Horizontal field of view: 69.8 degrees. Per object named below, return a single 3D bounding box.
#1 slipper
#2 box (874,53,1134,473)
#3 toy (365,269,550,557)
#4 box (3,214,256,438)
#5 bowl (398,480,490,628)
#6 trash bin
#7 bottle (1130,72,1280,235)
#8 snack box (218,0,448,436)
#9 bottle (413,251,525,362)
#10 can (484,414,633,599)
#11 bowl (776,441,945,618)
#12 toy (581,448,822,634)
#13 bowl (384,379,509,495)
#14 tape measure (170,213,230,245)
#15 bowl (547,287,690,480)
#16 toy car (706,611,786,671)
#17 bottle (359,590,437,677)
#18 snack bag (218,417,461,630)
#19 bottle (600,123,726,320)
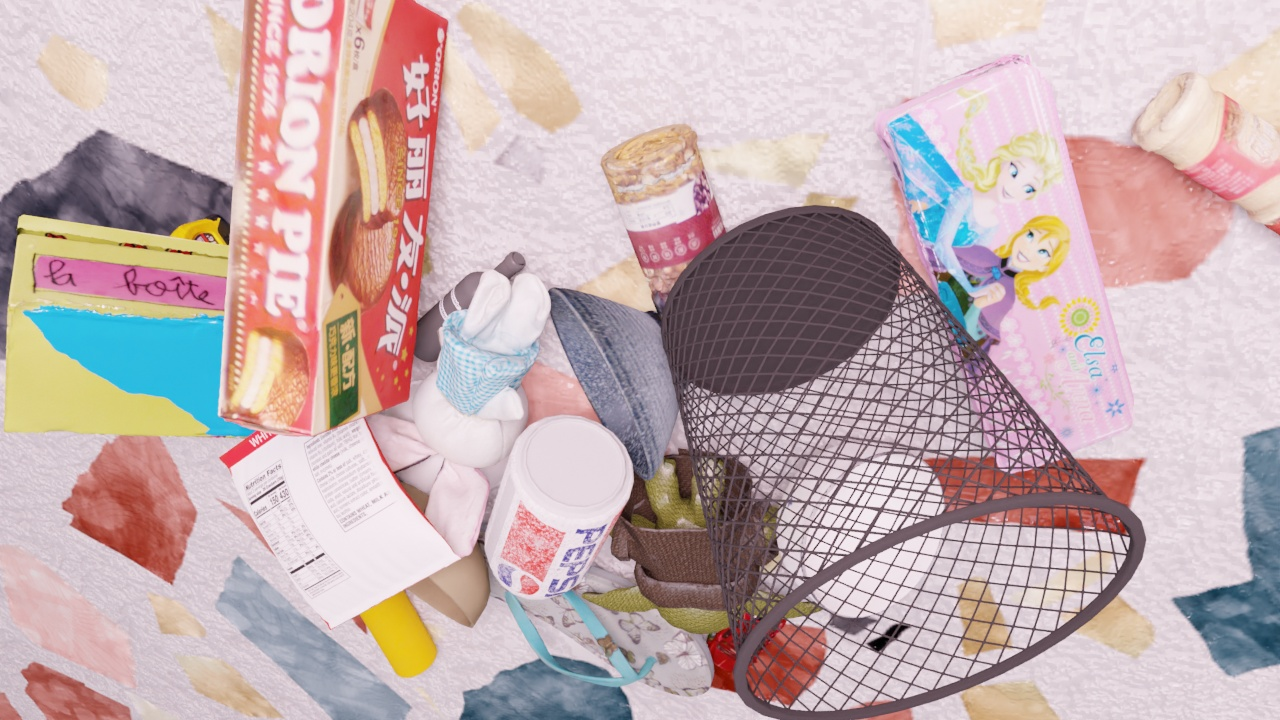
[{"bbox_3d":[-0.064,0.203,0.745,0.269,0.054,0.098,26,125,8],"label":"slipper"},{"bbox_3d":[0.205,-0.048,0.512,0.085,0.053,0.230,-23,113,11],"label":"box"},{"bbox_3d":[-0.115,0.017,0.622,0.131,0.105,0.206,35,120,9],"label":"toy"},{"bbox_3d":[-0.286,-0.011,0.607,0.220,0.080,0.125,3,138,-32],"label":"box"},{"bbox_3d":[-0.173,0.139,0.710,0.152,0.050,0.152,30,153,17],"label":"bowl"},{"bbox_3d":[0.105,0.041,0.467,0.184,0.210,0.184,-10,138,-9],"label":"trash bin"},{"bbox_3d":[0.295,-0.095,0.444,0.109,0.044,0.044,32,126,-3],"label":"bottle"},{"bbox_3d":[-0.168,-0.084,0.510,0.060,0.113,0.236,10,99,11],"label":"snack box"},{"bbox_3d":[-0.117,-0.039,0.626,0.030,0.030,0.113,46,124,-13],"label":"bottle"},{"bbox_3d":[-0.058,0.101,0.608,0.078,0.078,0.136,26,140,1],"label":"can"},{"bbox_3d":[0.135,0.104,0.601,0.113,0.063,0.113,-7,107,-25],"label":"bowl"},{"bbox_3d":[0.039,0.131,0.656,0.179,0.078,0.153,-1,128,13],"label":"toy"},{"bbox_3d":[-0.156,0.072,0.706,0.110,0.040,0.110,9,124,13],"label":"bowl"},{"bbox_3d":[-0.308,-0.065,0.653,0.037,0.064,0.065,-27,109,30],"label":"tape measure"},{"bbox_3d":[-0.003,0.003,0.588,0.057,0.137,0.137,-28,116,-12],"label":"bowl"},{"bbox_3d":[0.083,0.217,0.727,0.042,0.036,0.091,27,133,1],"label":"toy car"},{"bbox_3d":[-0.232,0.221,0.828,0.043,0.043,0.144,-7,119,23],"label":"bottle"},{"bbox_3d":[-0.206,0.098,0.614,0.131,0.039,0.144,-31,92,23],"label":"snack bag"},{"bbox_3d":[0.020,-0.079,0.538,0.056,0.056,0.105,-10,118,24],"label":"bottle"}]
